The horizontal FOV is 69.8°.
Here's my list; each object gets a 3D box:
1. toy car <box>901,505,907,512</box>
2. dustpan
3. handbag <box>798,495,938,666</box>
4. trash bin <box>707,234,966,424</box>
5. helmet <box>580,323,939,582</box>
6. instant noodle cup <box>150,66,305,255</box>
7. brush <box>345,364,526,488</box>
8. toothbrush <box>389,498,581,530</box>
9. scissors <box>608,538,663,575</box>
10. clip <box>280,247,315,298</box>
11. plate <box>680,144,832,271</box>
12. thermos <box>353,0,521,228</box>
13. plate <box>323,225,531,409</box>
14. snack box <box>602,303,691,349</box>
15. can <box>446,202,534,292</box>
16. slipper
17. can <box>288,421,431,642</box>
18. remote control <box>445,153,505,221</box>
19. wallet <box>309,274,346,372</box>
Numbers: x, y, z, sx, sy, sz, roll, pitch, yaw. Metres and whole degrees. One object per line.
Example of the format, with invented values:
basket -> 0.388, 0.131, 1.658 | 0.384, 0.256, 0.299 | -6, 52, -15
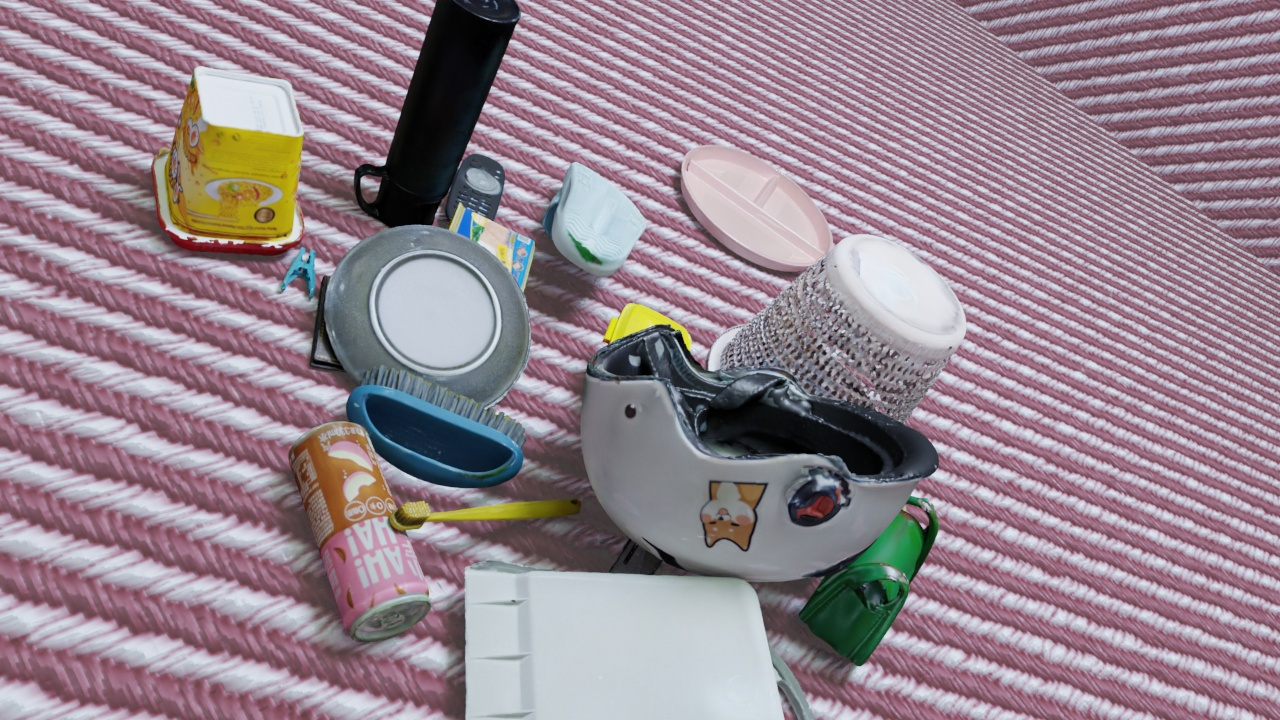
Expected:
toy car -> 0.243, 0.163, 0.901 | 0.042, 0.035, 0.090 | 21, 44, -14
dustpan -> 0.014, 0.262, 0.645 | 0.257, 0.143, 0.222 | -4, 50, -6
handbag -> 0.201, 0.186, 0.783 | 0.068, 0.120, 0.131 | 39, 41, 14
trash bin -> 0.210, -0.011, 0.933 | 0.227, 0.193, 0.227 | 19, 42, -18
helmet -> 0.074, 0.089, 0.718 | 0.274, 0.157, 0.229 | 19, 15, -6
instant noodle cup -> -0.336, -0.166, 0.765 | 0.115, 0.124, 0.116 | 0, 50, -35
brush -> -0.159, 0.060, 0.711 | 0.144, 0.055, 0.073 | 24, 40, -13
toothbrush -> -0.106, 0.111, 0.682 | 0.189, 0.017, 0.015 | 8, 44, -54
scissors -> -0.037, 0.181, 0.704 | 0.204, 0.015, 0.202 | 11, 45, -26
clip -> -0.291, -0.077, 0.793 | 0.038, 0.013, 0.055 | 17, 44, -21
plate -> 0.150, -0.199, 1.209 | 0.229, 0.028, 0.229 | 20, 42, -19
thermos -> -0.191, -0.220, 0.825 | 0.089, 0.243, 0.068 | -6, 53, -39
plate -> -0.173, -0.038, 0.776 | 0.179, 0.024, 0.179 | 10, 67, -24
snack box -> -0.005, 0.005, 0.854 | 0.082, 0.080, 0.091 | 29, 40, -8
can -> -0.151, -0.090, 0.869 | 0.083, 0.057, 0.101 | 24, 41, -16
slipper -> -0.054, -0.137, 0.965 | 0.104, 0.074, 0.245 | 34, 21, -13
can -> -0.194, 0.114, 0.631 | 0.057, 0.058, 0.147 | -6, 54, -38
remote control -> -0.173, -0.171, 0.960 | 0.053, 0.024, 0.136 | 20, 40, -14
wallet -> -0.215, -0.023, 0.787 | 0.122, 0.020, 0.096 | 13, 49, -26
